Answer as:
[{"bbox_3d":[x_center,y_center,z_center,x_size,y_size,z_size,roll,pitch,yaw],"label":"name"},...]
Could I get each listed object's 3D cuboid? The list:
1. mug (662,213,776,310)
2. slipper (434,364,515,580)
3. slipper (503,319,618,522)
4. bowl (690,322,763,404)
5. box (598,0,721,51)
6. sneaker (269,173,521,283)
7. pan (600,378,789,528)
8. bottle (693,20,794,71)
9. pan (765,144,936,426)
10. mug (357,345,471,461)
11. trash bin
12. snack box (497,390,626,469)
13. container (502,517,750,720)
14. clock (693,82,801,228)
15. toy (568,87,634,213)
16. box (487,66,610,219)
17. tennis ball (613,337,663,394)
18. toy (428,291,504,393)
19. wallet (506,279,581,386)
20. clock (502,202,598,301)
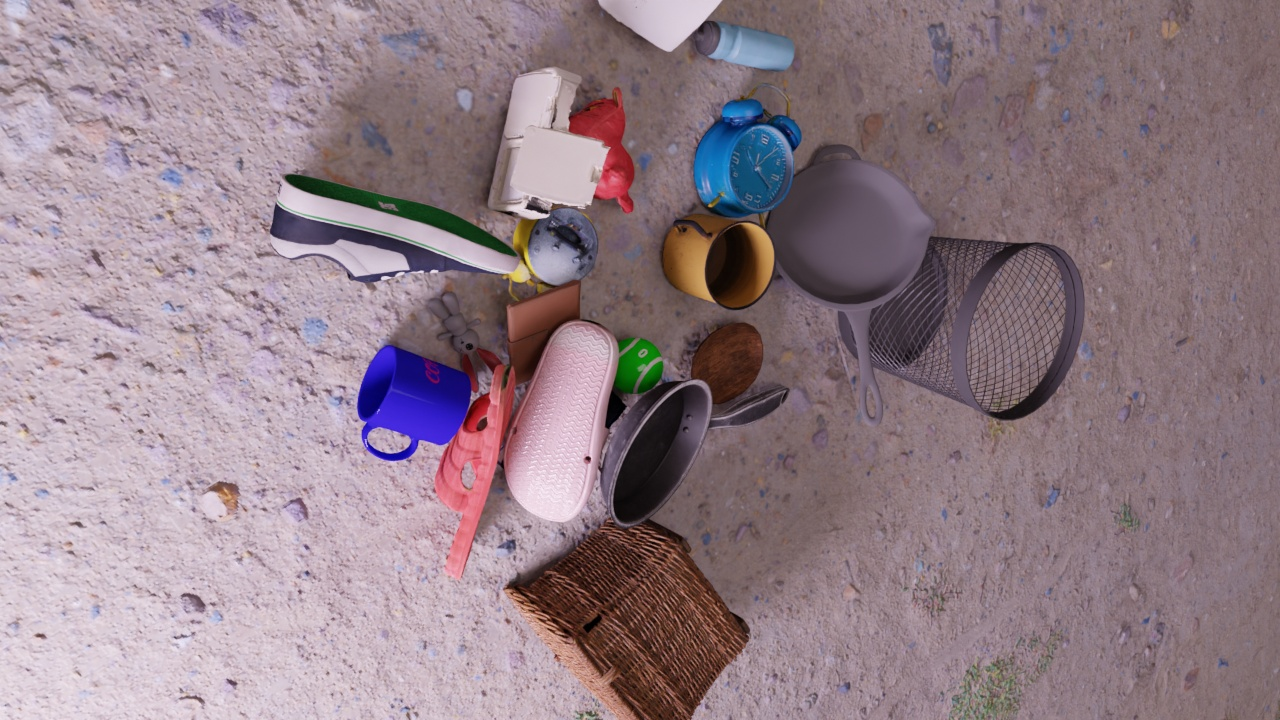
[{"bbox_3d":[0.081,-0.123,1.054,0.123,0.094,0.100,41,81,-35],"label":"mug"},{"bbox_3d":[-0.182,0.117,0.955,0.059,0.103,0.249,15,111,-6],"label":"slipper"},{"bbox_3d":[-0.082,0.063,0.985,0.055,0.107,0.221,-11,117,-77],"label":"slipper"},{"bbox_3d":[0.102,0.000,1.143,0.114,0.026,0.102,-26,121,-26],"label":"bowl"},{"bbox_3d":[0.022,-0.423,0.955,0.109,0.136,0.121,21,134,-36],"label":"box"},{"bbox_3d":[-0.231,-0.107,0.879,0.235,0.084,0.079,12,111,-30],"label":"sneaker"},{"bbox_3d":[0.072,0.080,1.093,0.355,0.055,0.188,-25,136,-49],"label":"pan"},{"bbox_3d":[0.115,-0.358,1.042,0.129,0.040,0.040,-1,104,-32],"label":"bottle"},{"bbox_3d":[0.262,-0.094,1.131,0.216,0.024,0.354,-6,80,2],"label":"pan"},{"bbox_3d":[-0.233,0.050,0.918,0.083,0.079,0.111,24,96,-35],"label":"mug"},{"bbox_3d":[0.406,-0.058,1.196,0.217,0.227,0.218,-9,108,-30],"label":"trash bin"},{"bbox_3d":[-0.091,0.081,1.046,0.150,0.027,0.082,-49,121,-12],"label":"snack box"},{"bbox_3d":[-0.002,0.314,1.094,0.182,0.162,0.250,-44,122,-20],"label":"container"},{"bbox_3d":[0.128,-0.242,1.071,0.116,0.060,0.161,13,95,-34],"label":"clock"},{"bbox_3d":[-0.029,-0.217,0.972,0.093,0.088,0.133,-52,125,-23],"label":"toy"},{"bbox_3d":[-0.099,-0.212,0.860,0.070,0.187,0.143,12,90,-33],"label":"box"},{"bbox_3d":[-0.006,0.006,1.055,0.065,0.065,0.065,-9,108,-30],"label":"tennis ball"},{"bbox_3d":[-0.183,-0.020,0.958,0.049,0.030,0.112,-23,116,7],"label":"toy"},{"bbox_3d":[-0.103,-0.029,0.985,0.087,0.013,0.121,-23,143,-25],"label":"wallet"},{"bbox_3d":[-0.097,-0.111,0.969,0.083,0.057,0.118,29,87,-35],"label":"clock"}]
